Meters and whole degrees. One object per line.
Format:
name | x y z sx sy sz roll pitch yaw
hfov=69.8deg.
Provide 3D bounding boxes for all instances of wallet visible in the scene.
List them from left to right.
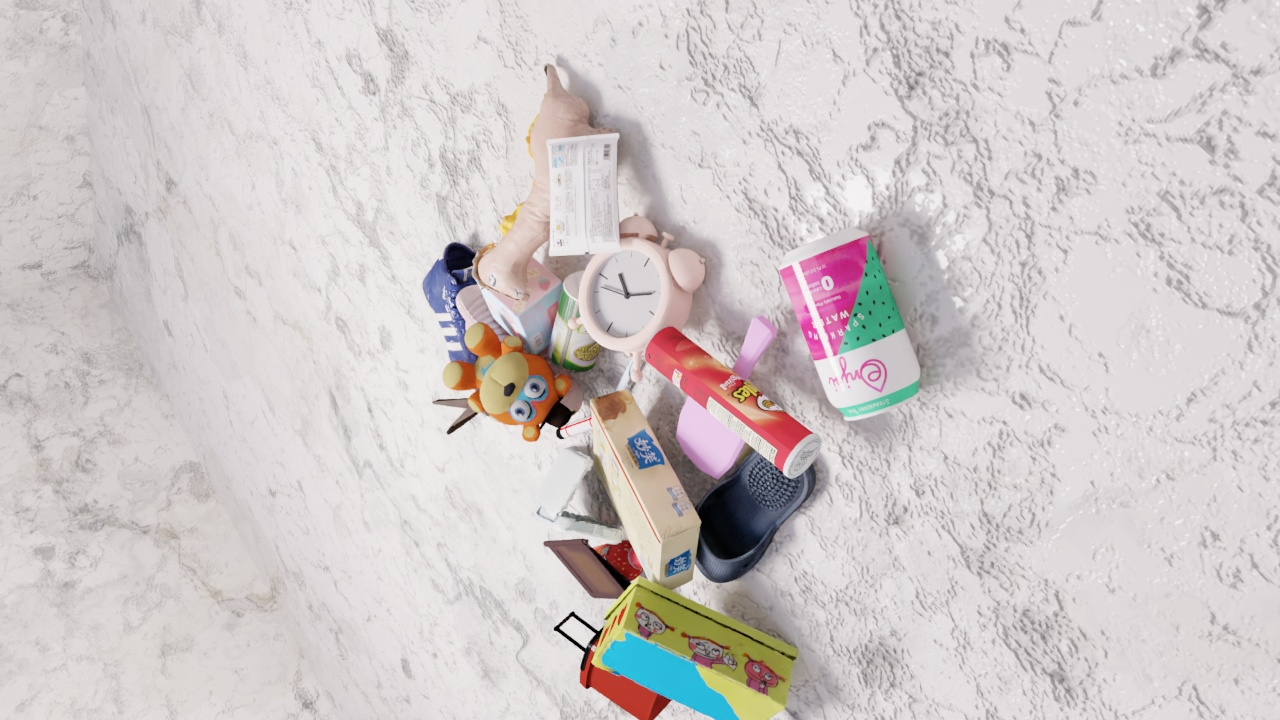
wallet | -0.069 0.282 1.246 0.092 0.018 0.115 -14 124 47

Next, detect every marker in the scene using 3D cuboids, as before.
marker | -0.073 0.089 1.278 0.146 0.019 0.019 -22 90 51
marker | -0.007 0.007 1.165 0.017 0.017 0.147 50 138 22

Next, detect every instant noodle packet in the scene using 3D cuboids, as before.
instant noodle packet | -0.065 -0.188 1.045 0.087 0.026 0.134 -1 90 16

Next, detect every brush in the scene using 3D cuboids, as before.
brush | 0.107 0.036 1.024 0.089 0.043 0.229 46 136 25

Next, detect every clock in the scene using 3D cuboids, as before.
clock | 0.000 -0.075 1.067 0.131 0.086 0.161 39 114 31

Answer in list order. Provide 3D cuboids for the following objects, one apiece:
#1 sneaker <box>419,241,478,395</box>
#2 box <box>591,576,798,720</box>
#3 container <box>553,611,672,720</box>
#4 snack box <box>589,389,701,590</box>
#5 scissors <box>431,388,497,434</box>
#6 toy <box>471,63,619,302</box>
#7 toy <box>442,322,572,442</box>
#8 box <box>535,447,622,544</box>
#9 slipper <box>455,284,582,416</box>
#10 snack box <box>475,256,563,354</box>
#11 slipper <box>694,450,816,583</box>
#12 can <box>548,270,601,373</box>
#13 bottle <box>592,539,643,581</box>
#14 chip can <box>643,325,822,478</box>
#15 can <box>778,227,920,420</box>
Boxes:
sneaker | -0.243 -0.067 1.353 0.119 0.091 0.233 -50 60 45
box | 0.063 0.359 1.115 0.221 0.082 0.125 27 136 -2
container | -0.028 0.383 1.263 0.201 0.147 0.127 33 135 24
snack box | 0.002 0.160 1.124 0.153 0.055 0.207 91 155 -53
scissors | -0.198 0.053 1.298 0.179 0.196 0.015 35 138 -24
toy | -0.135 -0.208 1.128 0.265 0.065 0.196 -45 67 26
toy | -0.166 0.031 1.197 0.176 0.096 0.112 30 94 0
box | -0.077 0.199 1.256 0.105 0.130 0.211 29 175 -12
slipper | -0.174 -0.006 1.293 0.239 0.094 0.065 50 134 12
snack box | -0.151 -0.080 1.218 0.095 0.079 0.093 40 161 29
slipper | 0.105 0.185 1.068 0.101 0.082 0.264 53 139 21
can | -0.076 -0.049 1.177 0.067 0.067 0.121 44 136 27
bottle | -0.029 0.282 1.284 0.138 0.061 0.062 -28 85 52
chip can | 0.092 0.039 0.966 0.215 0.051 0.052 39 133 31
can | 0.196 -0.034 0.853 0.088 0.088 0.166 -20 92 51
